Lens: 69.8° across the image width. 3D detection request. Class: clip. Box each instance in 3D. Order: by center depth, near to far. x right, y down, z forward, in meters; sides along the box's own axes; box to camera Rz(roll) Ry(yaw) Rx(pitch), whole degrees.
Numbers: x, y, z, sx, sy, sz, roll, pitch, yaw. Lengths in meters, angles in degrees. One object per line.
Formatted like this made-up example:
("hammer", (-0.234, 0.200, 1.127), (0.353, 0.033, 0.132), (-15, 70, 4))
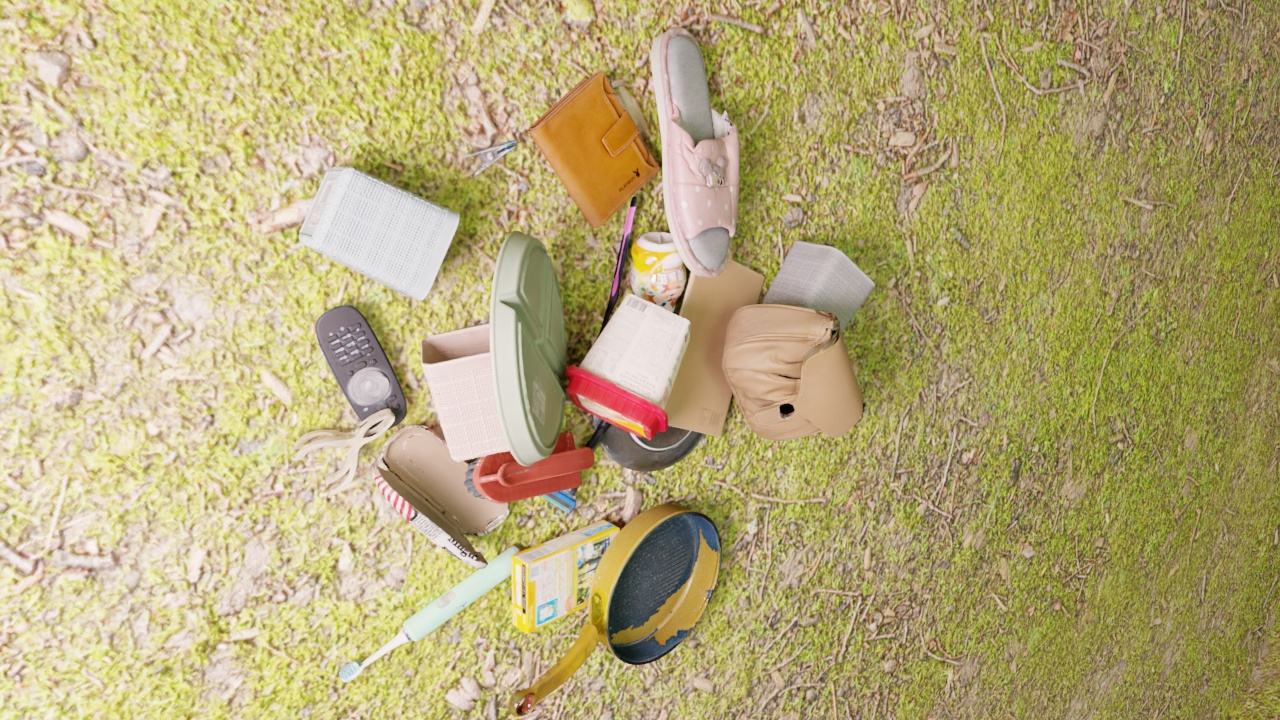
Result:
("clip", (-0.285, 0.092, 0.890), (0.099, 0.035, 0.098), (-10, 112, -21))
("clip", (-0.149, -0.205, 0.924), (0.056, 0.024, 0.028), (-33, 113, -19))

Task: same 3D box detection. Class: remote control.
("remote control", (-0.271, 0.007, 0.892), (0.053, 0.024, 0.136), (-29, 118, -19))

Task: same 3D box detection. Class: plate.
("plate", (-0.103, -0.012, 0.895), (0.027, 0.229, 0.230), (-3, 106, 7))
("plate", (0.024, 0.050, 1.095), (0.179, 0.024, 0.179), (-8, 105, -31))

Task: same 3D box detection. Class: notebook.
("notebook", (0.084, -0.017, 1.095), (0.149, 0.012, 0.211), (17, 88, -52))

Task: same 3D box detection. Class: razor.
("razor", (-0.061, 0.104, 1.048), (0.042, 0.022, 0.142), (32, 90, -7))

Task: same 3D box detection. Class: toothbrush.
("toothbrush", (-0.221, 0.272, 0.986), (0.224, 0.026, 0.027), (-33, 137, -22))
("toothbrush", (-0.024, -0.091, 1.031), (0.017, 0.014, 0.189), (5, 102, -43))

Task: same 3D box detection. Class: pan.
("pan", (-0.024, 0.292, 1.042), (0.356, 0.078, 0.198), (-19, 119, -41))

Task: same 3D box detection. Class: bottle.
("bottle", (0.020, -0.088, 1.037), (0.063, 0.063, 0.108), (-15, 123, -29))

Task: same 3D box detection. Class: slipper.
("slipper", (0.067, -0.228, 1.003), (0.114, 0.055, 0.274), (-11, 94, -51))

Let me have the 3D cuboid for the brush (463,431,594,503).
("brush", (-0.116, 0.113, 0.964), (0.145, 0.069, 0.063), (-6, 85, -51))

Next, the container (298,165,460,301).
("container", (-0.243, -0.120, 0.845), (0.111, 0.090, 0.090), (24, 87, -32))

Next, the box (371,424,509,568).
("box", (-0.199, 0.144, 0.935), (0.075, 0.085, 0.162), (-34, 124, 7))

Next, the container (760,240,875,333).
("container", (0.215, -0.076, 1.152), (0.090, 0.090, 0.114), (35, 85, -33))

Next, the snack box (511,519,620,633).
("snack box", (-0.084, 0.244, 1.047), (0.140, 0.034, 0.087), (-13, 112, -41))

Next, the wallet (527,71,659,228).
("wallet", (-0.044, -0.229, 0.984), (0.119, 0.035, 0.131), (-44, 124, -13))

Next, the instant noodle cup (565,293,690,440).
("instant noodle cup", (-0.006, 0.006, 0.986), (0.117, 0.116, 0.124), (25, 79, 8))

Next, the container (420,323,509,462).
("container", (-0.164, 0.032, 0.921), (0.090, 0.090, 0.111), (-12, 112, -9))

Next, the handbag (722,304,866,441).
("handbag", (0.180, 0.024, 1.096), (0.204, 0.148, 0.099), (59, 30, -45))
